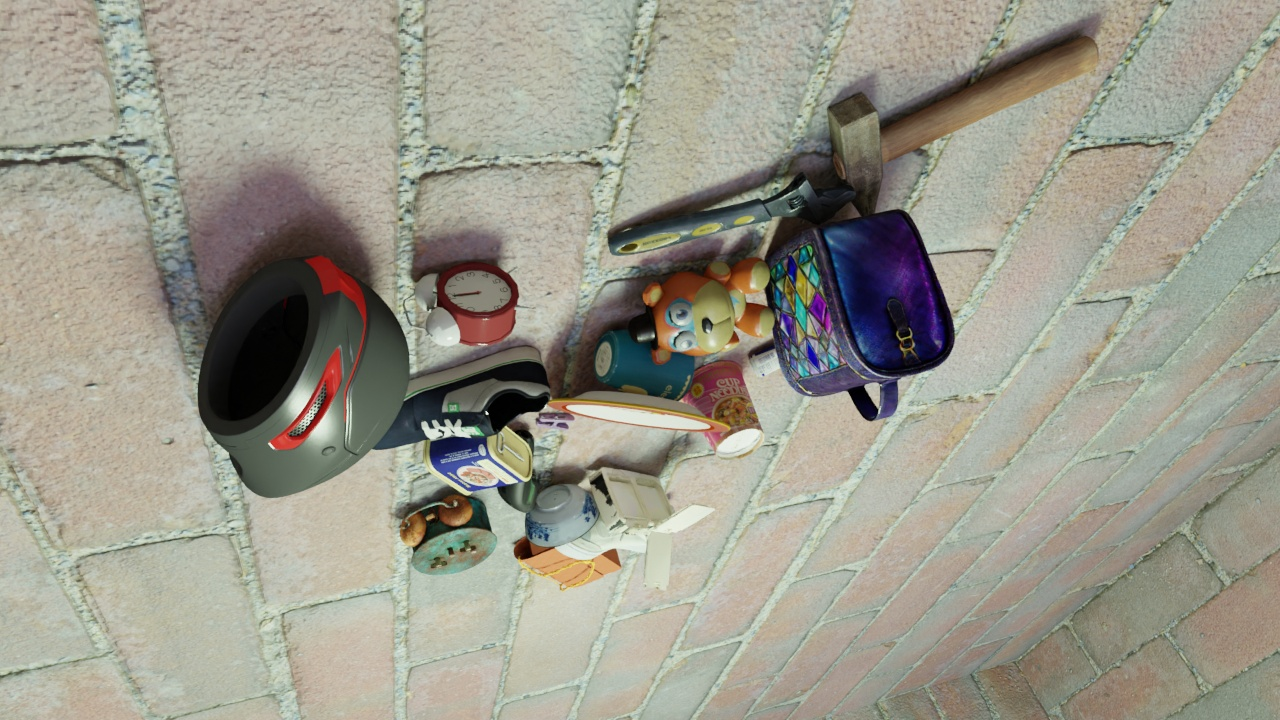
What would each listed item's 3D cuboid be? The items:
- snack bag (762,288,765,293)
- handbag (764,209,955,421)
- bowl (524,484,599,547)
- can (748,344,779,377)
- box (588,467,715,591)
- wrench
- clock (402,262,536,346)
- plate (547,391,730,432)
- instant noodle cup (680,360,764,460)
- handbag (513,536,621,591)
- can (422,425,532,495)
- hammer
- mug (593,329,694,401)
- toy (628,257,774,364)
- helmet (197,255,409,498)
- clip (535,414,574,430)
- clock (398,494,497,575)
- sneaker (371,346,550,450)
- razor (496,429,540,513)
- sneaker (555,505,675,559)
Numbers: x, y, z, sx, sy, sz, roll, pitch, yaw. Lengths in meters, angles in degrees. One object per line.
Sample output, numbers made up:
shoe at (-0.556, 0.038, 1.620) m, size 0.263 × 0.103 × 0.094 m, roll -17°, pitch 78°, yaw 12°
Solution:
snack bag at (0.199, -0.059, 1.179) m, size 0.057 × 0.013 × 0.158 m, roll -26°, pitch 131°, yaw 6°
handbag at (0.242, -0.041, 1.036) m, size 0.125 × 0.222 × 0.205 m, roll -13°, pitch 175°, yaw -13°
bowl at (-0.118, 0.211, 1.310) m, size 0.114 × 0.114 × 0.045 m, roll -20°, pitch 118°, yaw -5°
can at (0.195, -0.011, 1.244) m, size 0.095 × 0.032 × 0.032 m, roll -27°, pitch 144°, yaw 5°
box at (0.034, 0.226, 1.318) m, size 0.107 × 0.192 × 0.143 m, roll -39°, pitch 148°, yaw 25°
wrench at (0.098, -0.154, 0.992) m, size 0.273 × 0.022 × 0.073 m, roll -14°, pitch 145°, yaw -1°
clock at (-0.177, -0.057, 0.934) m, size 0.124 × 0.087 × 0.044 m, roll -9°, pitch 142°, yaw -23°
plate at (-0.002, 0.062, 1.143) m, size 0.230 × 0.021 × 0.230 m, roll 8°, pitch 171°, yaw 1°
instant noodle cup at (0.115, 0.072, 1.242) m, size 0.097 × 0.108 × 0.098 m, roll -15°, pitch 143°, yaw -12°
handbag at (-0.116, 0.322, 1.484) m, size 0.109 × 0.060 × 0.172 m, roll -26°, pitch 145°, yaw 11°
can at (-0.201, 0.121, 1.152) m, size 0.092 × 0.056 × 0.116 m, roll -13°, pitch 148°, yaw 19°
hammer at (0.353, -0.268, 0.995) m, size 0.301 × 0.037 × 0.158 m, roll -25°, pitch 145°, yaw 2°
mug at (-0.007, 0.007, 1.127) m, size 0.104 × 0.084 × 0.112 m, roll 9°, pitch 162°, yaw -29°
toy at (0.070, -0.057, 1.068) m, size 0.176 × 0.096 × 0.112 m, roll -14°, pitch 116°, yaw -5°
helmet at (-0.318, 0.023, 0.894) m, size 0.265 × 0.164 × 0.169 m, roll -46°, pitch 150°, yaw 16°
clip at (-0.113, 0.080, 1.210) m, size 0.051 × 0.013 × 0.035 m, roll 9°, pitch 133°, yaw -33°
clock at (-0.271, 0.244, 1.283) m, size 0.121 × 0.073 × 0.158 m, roll -24°, pitch 144°, yaw 1°
sneaker at (-0.218, 0.063, 1.073) m, size 0.235 × 0.079 × 0.084 m, roll -22°, pitch 145°, yaw -1°
razor at (-0.160, 0.148, 1.250) m, size 0.067 × 0.054 × 0.152 m, roll -30°, pitch 146°, yaw -40°
sneaker at (-0.036, 0.248, 1.409) m, size 0.241 × 0.089 × 0.091 m, roll 11°, pitch 133°, yaw -47°
